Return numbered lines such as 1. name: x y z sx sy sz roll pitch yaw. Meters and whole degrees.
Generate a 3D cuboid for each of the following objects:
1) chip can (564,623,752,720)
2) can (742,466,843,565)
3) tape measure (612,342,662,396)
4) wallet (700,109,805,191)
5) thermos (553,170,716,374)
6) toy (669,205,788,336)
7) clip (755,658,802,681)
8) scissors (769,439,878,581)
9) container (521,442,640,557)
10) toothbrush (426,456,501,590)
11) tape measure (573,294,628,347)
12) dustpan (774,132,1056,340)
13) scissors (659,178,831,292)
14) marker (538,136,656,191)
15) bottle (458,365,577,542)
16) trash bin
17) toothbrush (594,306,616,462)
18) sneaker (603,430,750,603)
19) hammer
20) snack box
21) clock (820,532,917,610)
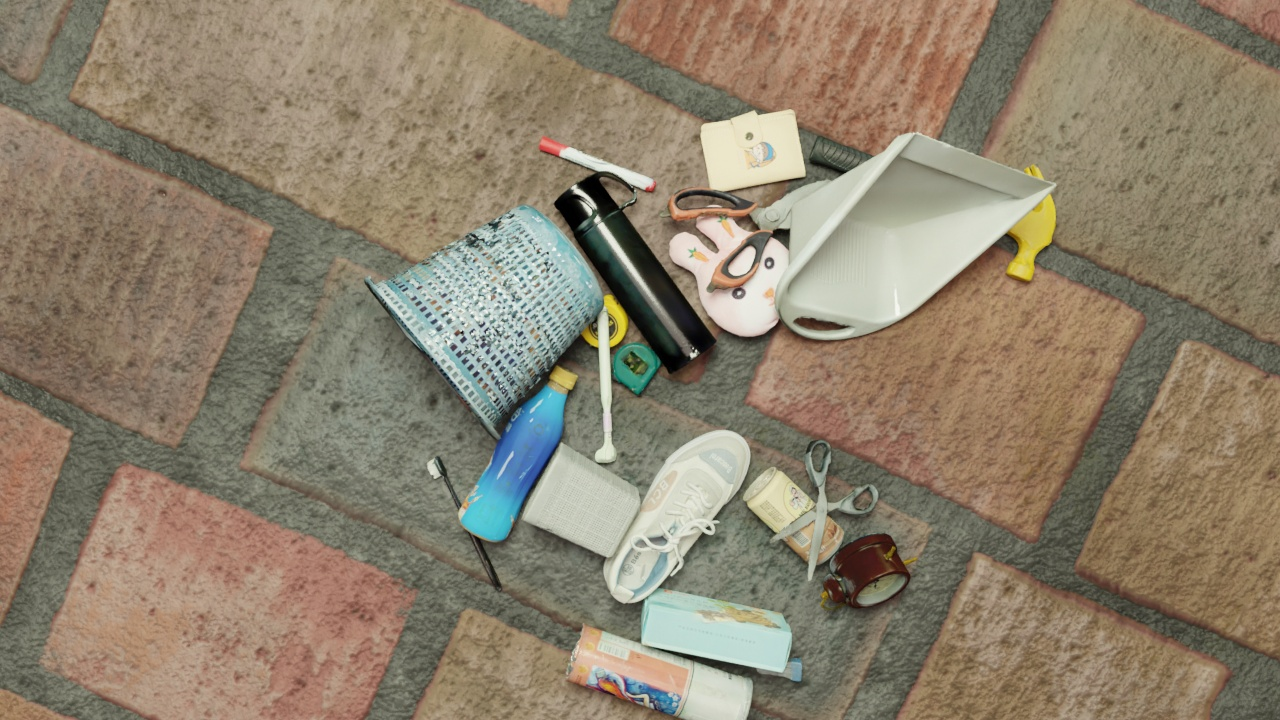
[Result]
1. chip can: 0.021 0.380 1.094 0.215 0.071 0.071 19 93 0
2. can: 0.182 0.185 1.089 0.116 0.058 0.058 44 92 -1
3. tape measure: -0.006 0.006 1.099 0.054 0.025 0.058 35 92 -2
4. wallet: 0.132 -0.250 1.086 0.115 0.024 0.087 -11 92 2
5. thermos: 0.002 -0.107 1.069 0.090 0.068 0.242 -34 92 8
6. toy: 0.110 -0.106 1.079 0.159 0.054 0.121 43 85 5
7. clip: 0.169 0.374 1.119 0.058 0.043 0.027 8 95 7
8. scissors: 0.214 0.172 1.070 0.159 0.014 0.180 10 63 -22
9. container: -0.066 0.166 1.077 0.114 0.090 0.090 28 93 -4
10. toothbrush: -0.213 0.200 1.115 0.018 0.015 0.181 -27 92 8
11. tape measure: -0.043 -0.044 1.094 0.060 0.028 0.057 -36 95 17
12. dustpan: 0.270 -0.111 0.991 0.222 0.258 0.142 8 78 -31
13. scissors: 0.132 -0.159 1.061 0.189 0.015 0.226 35 68 5
14. marker: -0.051 -0.233 1.091 0.145 0.017 0.017 21 93 -1
15. bottle: -0.138 0.108 1.084 0.065 0.065 0.219 29 93 -1
16. trash bin: -0.156 -0.058 1.017 0.195 0.227 0.226 -39 92 -11
17. toothbrush: -0.043 0.029 1.087 0.029 0.020 0.190 -9 105 -30
18. sneaker: 0.040 0.182 1.075 0.089 0.090 0.242 38 92 -3
19. hammer: 0.345 -0.201 1.082 0.301 0.033 0.129 19 92 -1
20. snack box: 0.087 0.318 1.089 0.175 0.074 0.051 12 93 0
21. clock: 0.261 0.255 1.079 0.122 0.055 0.082 -43 136 20
